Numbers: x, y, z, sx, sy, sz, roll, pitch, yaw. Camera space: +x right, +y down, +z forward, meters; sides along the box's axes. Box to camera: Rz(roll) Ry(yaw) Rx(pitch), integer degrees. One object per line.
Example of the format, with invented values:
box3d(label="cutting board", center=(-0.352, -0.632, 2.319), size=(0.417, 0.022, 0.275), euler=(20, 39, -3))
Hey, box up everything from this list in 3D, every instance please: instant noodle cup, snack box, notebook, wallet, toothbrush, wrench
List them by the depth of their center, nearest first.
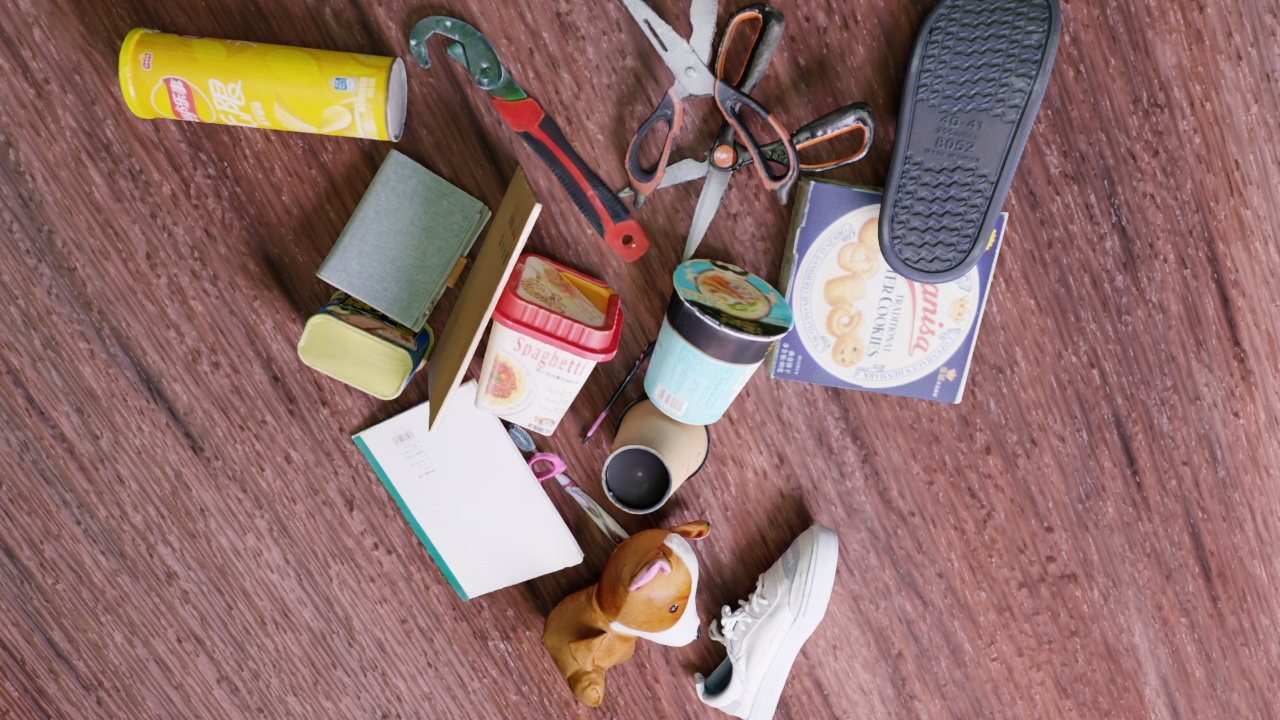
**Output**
box3d(label="notebook", center=(-0.137, -0.057, 0.777), size=(0.008, 0.147, 0.208), euler=(21, 107, -21))
box3d(label="wrench", center=(-0.089, -0.192, 0.799), size=(0.056, 0.016, 0.273), euler=(-42, 104, 14))
box3d(label="wallet", center=(-0.206, -0.104, 0.811), size=(0.106, 0.037, 0.129), euler=(31, 90, -12))
box3d(label="instant noodle cup", center=(0.060, -0.011, 0.814), size=(0.111, 0.111, 0.121), euler=(19, 125, -7))
box3d(label="instant noodle cup", center=(-0.088, -0.011, 0.816), size=(0.116, 0.116, 0.124), euler=(23, 119, -8))
box3d(label="snack box", center=(0.218, -0.063, 0.831), size=(0.182, 0.045, 0.178), euler=(8, 107, -3))
box3d(label="toothbrush", center=(-0.005, 0.005, 0.868), size=(0.018, 0.014, 0.189), euler=(36, 105, -1))
box3d(label="notebook", center=(-0.168, 0.133, 0.891), size=(0.151, 0.012, 0.209), euler=(-23, 107, 21))
box3d(label="toothbrush", center=(-0.065, 0.131, 0.905), size=(0.016, 0.017, 0.187), euler=(-40, 104, 10))

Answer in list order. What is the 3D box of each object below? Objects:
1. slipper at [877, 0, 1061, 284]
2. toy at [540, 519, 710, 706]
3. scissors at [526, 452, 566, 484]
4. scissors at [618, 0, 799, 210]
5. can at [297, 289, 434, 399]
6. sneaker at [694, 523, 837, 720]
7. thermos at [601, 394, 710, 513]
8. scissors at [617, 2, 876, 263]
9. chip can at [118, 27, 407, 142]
box3d(label="slipper", center=(0.266, -0.188, 0.771), size=(0.111, 0.083, 0.268), euler=(17, 87, 14))
box3d(label="toy", center=(-0.006, 0.239, 0.884), size=(0.130, 0.140, 0.200), euler=(35, 110, 6))
box3d(label="scissors", center=(-0.123, 0.134, 0.899), size=(0.133, 0.017, 0.135), euler=(-24, 113, 20))
box3d(label="scissors", center=(0.050, -0.216, 0.751), size=(0.189, 0.015, 0.224), euler=(20, 120, 9))
box3d(label="can", center=(-0.244, -0.015, 0.820), size=(0.102, 0.083, 0.057), euler=(25, 106, -9))
box3d(label="sneaker", center=(0.120, 0.258, 0.919), size=(0.091, 0.089, 0.243), euler=(17, 113, -2))
box3d(label="thermos", center=(0.012, 0.085, 0.833), size=(0.093, 0.143, 0.093), euler=(2, 102, 11))
box3d(label="scissors", center=(0.089, -0.188, 0.780), size=(0.232, 0.021, 0.221), euler=(6, 100, 16))
box3d(label="chip can", center=(-0.306, -0.225, 0.757), size=(0.213, 0.072, 0.072), euler=(6, 108, -3))
